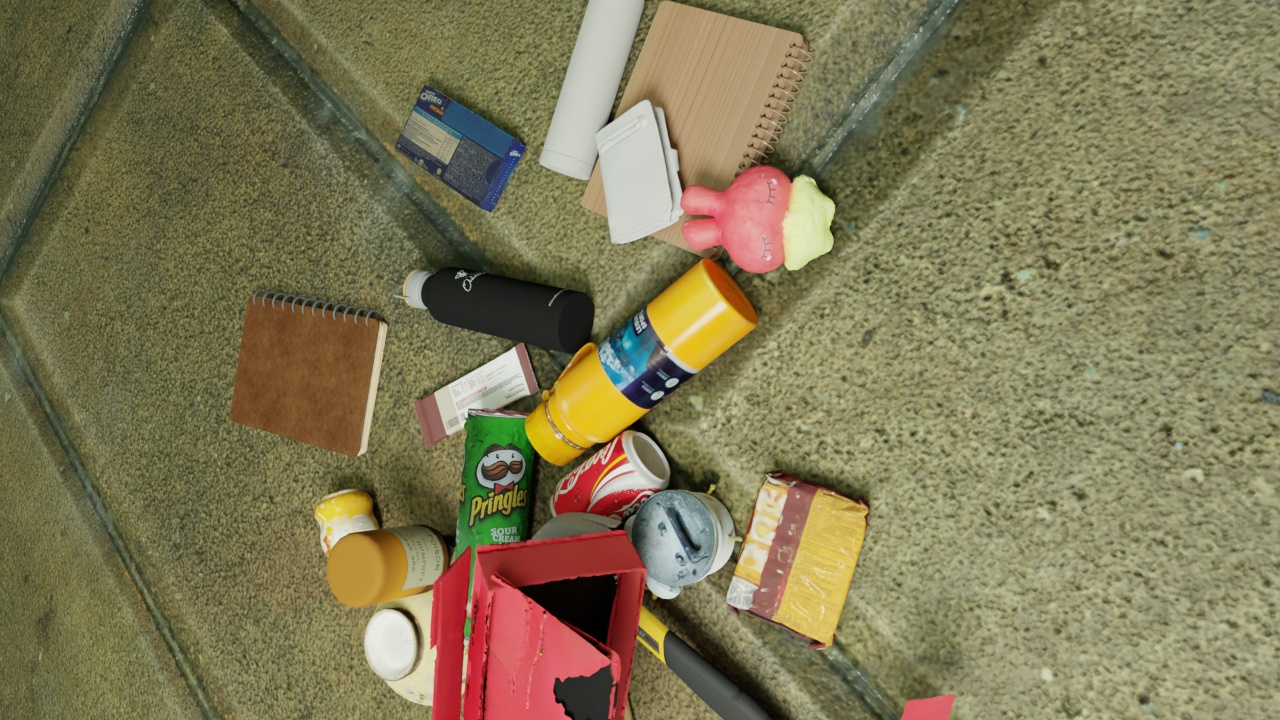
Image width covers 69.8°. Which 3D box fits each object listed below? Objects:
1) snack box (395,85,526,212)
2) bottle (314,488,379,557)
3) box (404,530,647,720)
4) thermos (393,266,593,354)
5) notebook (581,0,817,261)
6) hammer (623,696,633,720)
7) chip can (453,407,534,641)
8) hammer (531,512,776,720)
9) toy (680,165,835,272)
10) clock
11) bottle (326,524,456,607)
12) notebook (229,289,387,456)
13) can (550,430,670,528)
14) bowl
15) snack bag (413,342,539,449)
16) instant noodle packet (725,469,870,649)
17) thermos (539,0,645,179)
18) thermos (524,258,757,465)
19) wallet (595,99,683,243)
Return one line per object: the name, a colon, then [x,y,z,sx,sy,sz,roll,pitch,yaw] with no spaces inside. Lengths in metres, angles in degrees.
snack box: [-0.197,-0.231,0.993,0.150,0.027,0.082,36,102,26]
bottle: [-0.314,0.197,0.999,0.063,0.063,0.109,-28,72,24]
box: [-0.203,0.281,0.622,0.141,0.509,0.216,32,123,43]
thermos: [-0.159,-0.059,0.935,0.232,0.061,0.061,13,92,30]
notebook: [0.050,-0.215,0.854,0.169,0.022,0.210,27,99,29]
hammer: [-0.029,0.310,0.847,0.132,0.033,0.330,-23,74,27]
chip can: [-0.146,0.160,0.902,0.076,0.075,0.223,5,88,30]
hammer: [0.029,0.250,0.784,0.323,0.029,0.127,38,123,15]
toy: [0.100,-0.122,0.790,0.135,0.045,0.092,9,100,11]
clock: [0.028,0.162,0.812,0.118,0.057,0.083,-35,70,22]
bottle: [-0.226,0.195,0.896,0.068,0.156,0.068,-2,84,25]
notebook: [-0.394,0.010,1.085,0.226,0.024,0.167,10,92,30]
can: [-0.029,0.116,0.844,0.105,0.064,0.064,-38,68,21]
bowl: [-0.237,0.287,0.947,0.145,0.063,0.145,-4,83,30]
snack bag: [-0.175,0.038,0.963,0.158,0.013,0.057,-28,75,25]
instant noodle packet: [0.131,0.165,0.764,0.099,0.039,0.135,17,92,30]
thermos: [-0.041,-0.292,0.895,0.052,0.052,0.224,21,96,29]
thermos: [-0.005,0.005,0.841,0.233,0.091,0.076,-40,108,21]
wallet: [-0.001,-0.174,0.852,0.086,0.032,0.116,-16,79,40]
